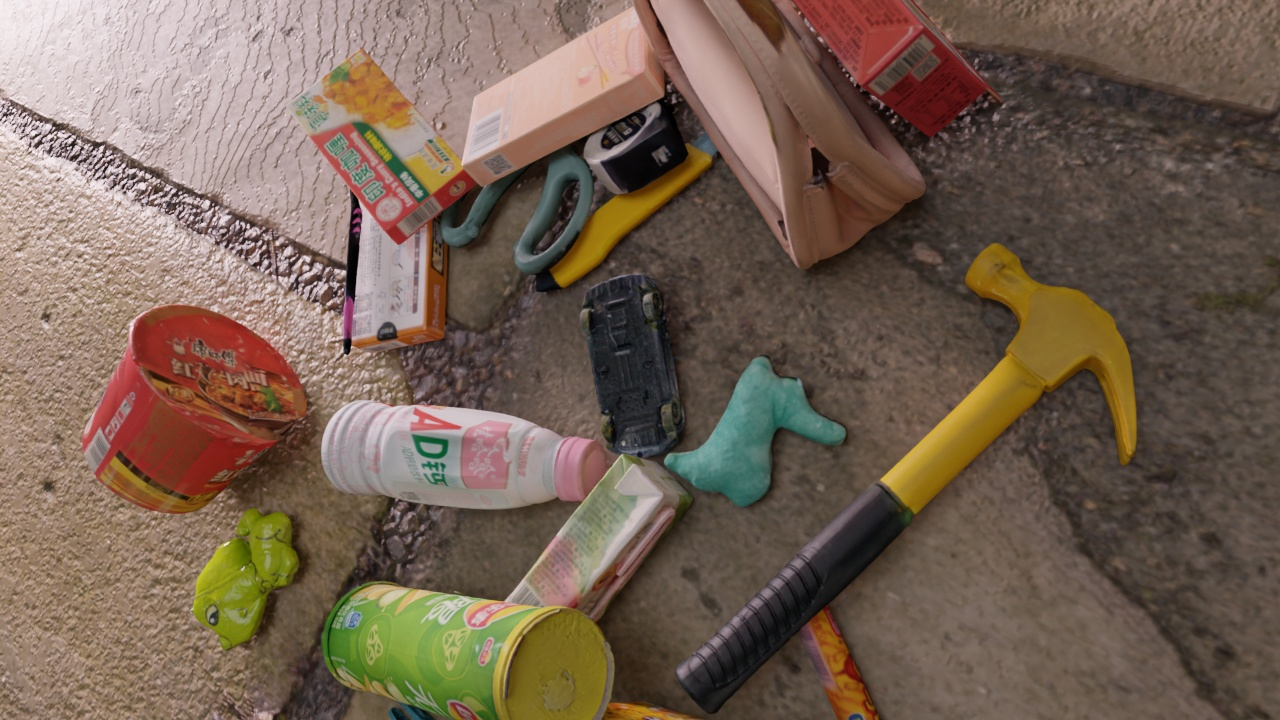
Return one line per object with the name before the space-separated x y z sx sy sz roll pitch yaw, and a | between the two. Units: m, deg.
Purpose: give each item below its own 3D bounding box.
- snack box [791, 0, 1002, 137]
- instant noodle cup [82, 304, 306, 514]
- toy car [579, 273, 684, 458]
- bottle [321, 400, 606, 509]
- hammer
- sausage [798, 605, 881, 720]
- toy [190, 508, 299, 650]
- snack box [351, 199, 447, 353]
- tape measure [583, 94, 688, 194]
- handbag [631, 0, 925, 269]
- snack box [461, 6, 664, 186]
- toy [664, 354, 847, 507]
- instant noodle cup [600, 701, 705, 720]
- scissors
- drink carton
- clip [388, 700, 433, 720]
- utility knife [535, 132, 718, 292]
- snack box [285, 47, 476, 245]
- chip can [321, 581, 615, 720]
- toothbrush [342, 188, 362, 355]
snack box | 0.140 -0.191 0.533 0.044 0.127 0.113 -43 61 27
instant noodle cup | -0.347 0.041 0.702 0.109 0.137 0.138 -45 62 18
toy car | -0.004 0.003 0.596 0.054 0.036 0.120 -13 81 22
bottle | -0.119 0.067 0.619 0.197 0.068 0.068 4 78 23
hammer | 0.136 0.077 0.493 0.301 0.033 0.129 -44 63 2
sausage | 0.117 0.192 0.494 0.021 0.021 0.165 -30 66 16
toy | -0.302 0.164 0.700 0.100 0.031 0.096 -27 67 13
snack box | -0.187 -0.086 0.713 0.075 0.026 0.153 -10 72 24
tape measure | -0.004 -0.146 0.624 0.066 0.033 0.065 -29 37 17
handbag | 0.058 -0.160 0.487 0.093 0.234 0.193 -35 74 13
snack box | -0.056 -0.188 0.653 0.158 0.026 0.084 -20 49 25
toy | 0.071 0.044 0.552 0.096 0.030 0.092 24 90 23
instant noodle cup | 0.021 0.239 0.484 0.124 0.116 0.116 11 81 39
scissors | -0.066 -0.132 0.664 0.177 0.019 0.171 -45 52 3
drink carton | -0.024 0.118 0.564 0.045 0.053 0.122 43 97 27
clip | -0.148 0.247 0.613 0.057 0.014 0.047 35 95 30
utility knife | 0.011 -0.115 0.631 0.216 0.015 0.033 -36 67 13
snack box | -0.200 -0.166 0.702 0.077 0.027 0.156 -40 68 -4
chip can | -0.113 0.173 0.542 0.222 0.072 0.072 -10 71 47
toothbrush | -0.219 -0.095 0.708 0.018 0.014 0.189 -7 72 15
